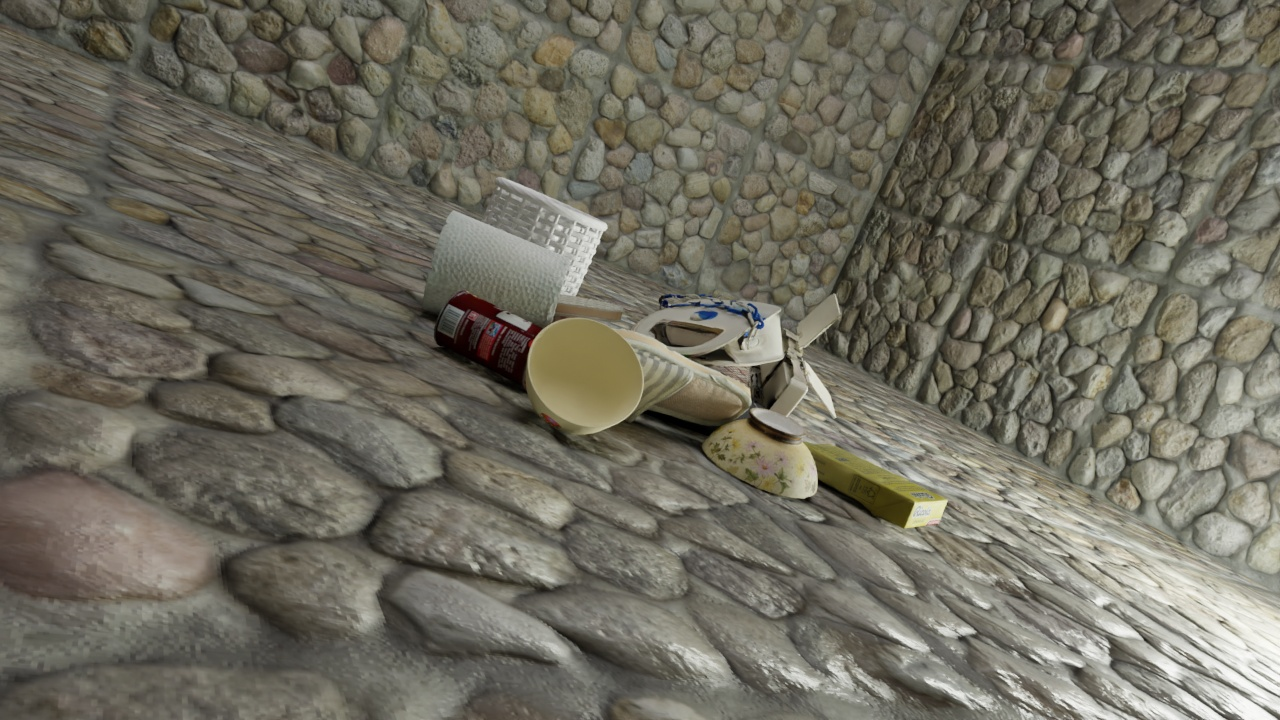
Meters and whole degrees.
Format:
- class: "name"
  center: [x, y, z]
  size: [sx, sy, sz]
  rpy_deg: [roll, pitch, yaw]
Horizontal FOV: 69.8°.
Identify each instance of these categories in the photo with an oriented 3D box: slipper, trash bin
- class: "slipper"
  center: [0.018, 0.030, 1.034]
  size: [0.272, 0.115, 0.054]
  rpy_deg: [21, 50, -37]
- class: "slipper"
  center: [-0.156, -0.070, 1.300]
  size: [0.263, 0.052, 0.115]
  rpy_deg: [6, 9, -8]
- class: "trash bin"
  center: [-0.182, -0.105, 1.183]
  size: [0.161, 0.133, 0.133]
  rpy_deg: [17, 9, -6]

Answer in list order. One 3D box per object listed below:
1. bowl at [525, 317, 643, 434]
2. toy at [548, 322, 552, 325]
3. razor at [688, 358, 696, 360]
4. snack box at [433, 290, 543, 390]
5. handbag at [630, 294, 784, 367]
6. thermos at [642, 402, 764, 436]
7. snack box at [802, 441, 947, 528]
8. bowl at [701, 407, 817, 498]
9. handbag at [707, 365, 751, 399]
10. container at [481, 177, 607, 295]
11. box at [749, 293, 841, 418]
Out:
- class: "bowl"
  center: [-0.065, 0.027, 0.914]
  size: [0.118, 0.117, 0.074]
  rpy_deg: [22, -33, -12]
- class: "toy"
  center: [-0.098, -0.015, 1.138]
  size: [0.100, 0.063, 0.076]
  rpy_deg: [8, 21, 22]
- class: "razor"
  center: [0.038, 0.003, 1.394]
  size: [0.141, 0.052, 0.064]
  rpy_deg: [25, -33, 38]
- class: "snack box"
  center: [-0.157, -0.023, 1.009]
  size: [0.121, 0.072, 0.072]
  rpy_deg: [26, 9, 15]
- class: "handbag"
  center: [0.086, -0.041, 1.284]
  size: [0.201, 0.093, 0.199]
  rpy_deg: [8, 18, 41]
- class: "thermos"
  center: [0.046, 0.049, 1.152]
  size: [0.231, 0.061, 0.061]
  rpy_deg: [21, 9, -21]
- class: "snack box"
  center: [0.294, 0.162, 1.201]
  size: [0.181, 0.045, 0.121]
  rpy_deg: [27, 10, 36]
- class: "bowl"
  center: [0.150, 0.099, 1.079]
  size: [0.145, 0.063, 0.145]
  rpy_deg: [19, 14, -5]
- class: "handbag"
  center: [0.153, 0.046, 1.408]
  size: [0.124, 0.047, 0.185]
  rpy_deg: [25, 28, -3]
- class: "container"
  center: [-0.174, -0.168, 1.459]
  size: [0.189, 0.187, 0.189]
  rpy_deg: [23, 9, -4]
- class: "box"
  center: [0.248, 0.010, 1.313]
  size: [0.099, 0.184, 0.143]
  rpy_deg: [25, 35, -15]
